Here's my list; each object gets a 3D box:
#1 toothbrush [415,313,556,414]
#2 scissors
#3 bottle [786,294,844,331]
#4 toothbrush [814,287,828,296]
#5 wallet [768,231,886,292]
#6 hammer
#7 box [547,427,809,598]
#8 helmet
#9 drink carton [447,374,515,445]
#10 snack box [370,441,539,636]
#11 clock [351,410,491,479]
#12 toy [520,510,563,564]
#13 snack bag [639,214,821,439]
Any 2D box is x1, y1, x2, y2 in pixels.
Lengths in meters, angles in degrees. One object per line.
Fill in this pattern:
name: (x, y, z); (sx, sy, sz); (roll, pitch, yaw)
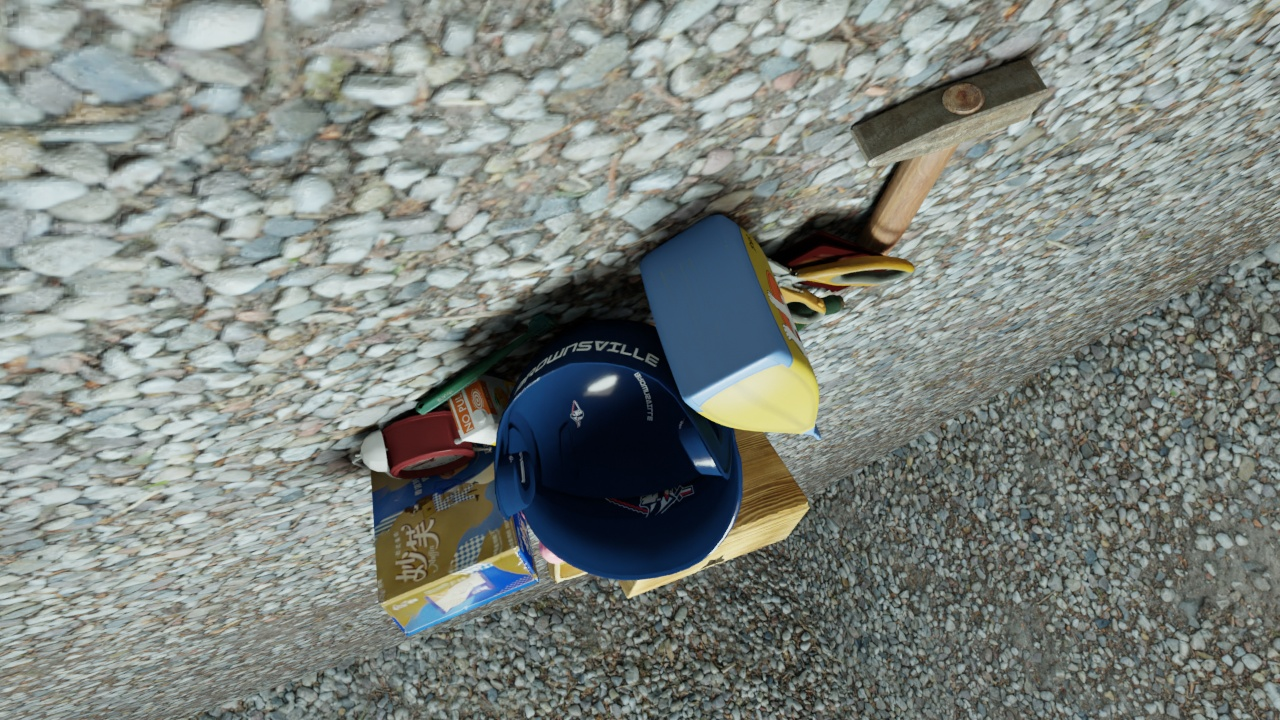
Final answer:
toothbrush: (-0.154, 0.005, 0.887); (0.190, 0.016, 0.017); (-32, 163, 27)
scissors: (0.171, -0.083, 0.934); (0.217, 0.016, 0.225); (-14, 158, 29)
bottle: (0.163, -0.049, 1.064); (0.173, 0.055, 0.055); (-15, 162, -24)
toothbrush: (0.234, -0.094, 1.086); (0.012, 0.017, 0.187); (-29, 169, -34)
wallet: (0.195, -0.097, 0.947); (0.115, 0.018, 0.092); (11, 158, -34)
hammer: (0.247, -0.158, 0.874); (0.158, 0.037, 0.301); (-20, 163, -8)
box: (0.016, 0.216, 1.376); (0.278, 0.283, 0.324); (-14, 149, -27)
helmet: (-0.016, 0.091, 0.914); (0.232, 0.272, 0.222); (-12, -169, 11)
drink carton: (-0.153, 0.054, 0.964); (0.040, 0.058, 0.122); (-27, 163, 14)
snack box: (-0.210, 0.177, 1.014); (0.155, 0.202, 0.069); (-23, 131, 0)
clock: (-0.237, 0.094, 0.982); (0.137, 0.048, 0.096); (-17, 163, 2)
toy: (-0.048, 0.127, 1.075); (0.236, 0.097, 0.192); (-39, 137, -29)
snack bag: (0.103, -0.017, 0.849); (0.102, 0.158, 0.205); (-29, 149, 21)
